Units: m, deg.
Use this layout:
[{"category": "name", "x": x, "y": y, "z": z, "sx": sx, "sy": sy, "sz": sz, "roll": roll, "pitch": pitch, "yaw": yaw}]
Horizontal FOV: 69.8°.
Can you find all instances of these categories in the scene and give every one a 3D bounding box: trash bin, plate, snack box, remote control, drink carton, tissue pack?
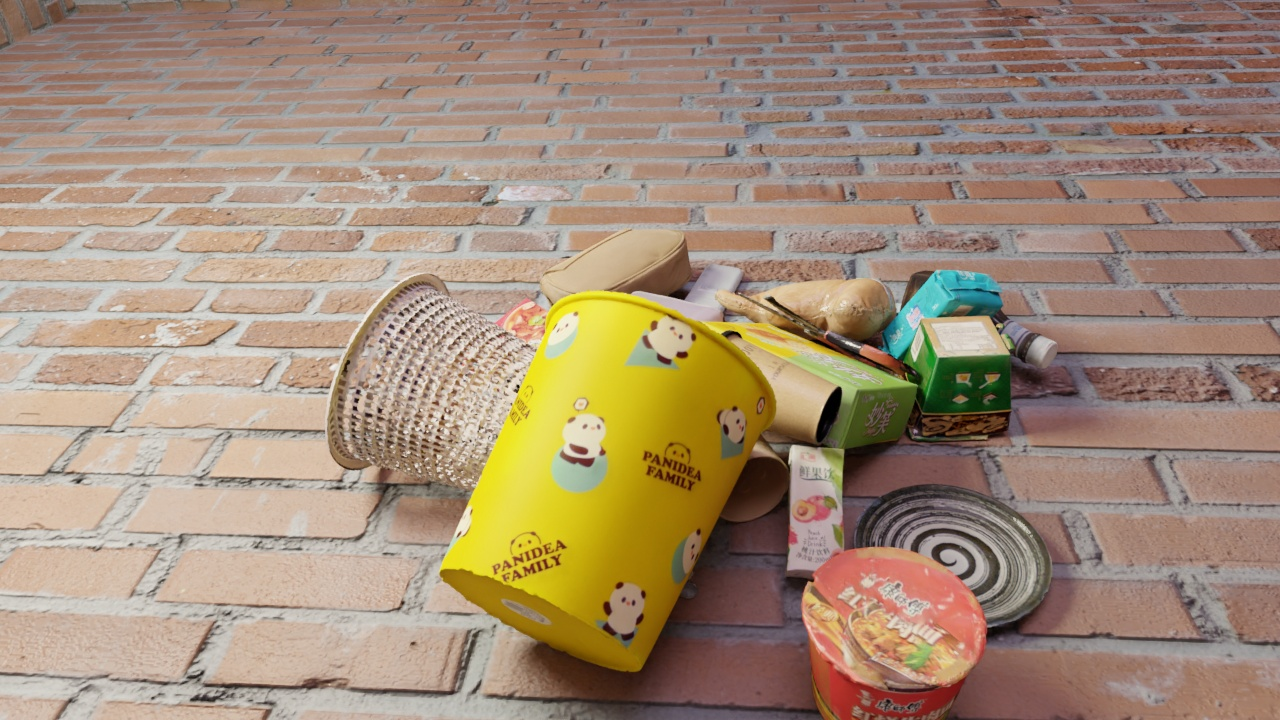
[{"category": "trash bin", "x": -0.032, "y": 0.110, "z": 0.796, "sx": 0.230, "sy": 0.230, "sz": 0.254, "roll": 14, "pitch": 62, "yaw": 23}, {"category": "plate", "x": 0.292, "y": 0.185, "z": 0.869, "sx": 0.179, "sy": 0.024, "sz": 0.179, "roll": -1, "pitch": 37, "yaw": 1}, {"category": "trash bin", "x": -0.184, "y": 0.045, "z": 0.966, "sx": 0.192, "sy": 0.228, "sz": 0.226, "roll": 22, "pitch": 41, "yaw": 12}, {"category": "snack box", "x": 0.175, "y": 0.022, "z": 1.014, "sx": 0.210, "sy": 0.070, "sz": 0.157, "roll": 26, "pitch": 16, "yaw": 35}, {"category": "remote control", "x": 0.099, "y": -0.093, "z": 1.277, "sx": 0.056, "sy": 0.020, "sz": 0.135, "roll": 11, "pitch": 38, "yaw": 18}, {"category": "drink carton", "x": 0.166, "y": 0.145, "z": 0.875, "sx": 0.053, "sy": 0.045, "sz": 0.122, "roll": 3, "pitch": 67, "yaw": 7}, {"category": "snack box", "x": 0.354, "y": 0.013, "z": 1.033, "sx": 0.117, "sy": 0.106, "sz": 0.118, "roll": -3, "pitch": 35, "yaw": 2}, {"category": "snack box", "x": -0.156, "y": -0.018, "z": 1.154, "sx": 0.127, "sy": 0.044, "sz": 0.113, "roll": 30, "pitch": 60, "yaw": 37}, {"category": "tissue pack", "x": 0.355, "y": -0.048, "z": 1.091, "sx": 0.093, "sy": 0.134, "sz": 0.050, "roll": 4, "pitch": 49, "yaw": -30}]

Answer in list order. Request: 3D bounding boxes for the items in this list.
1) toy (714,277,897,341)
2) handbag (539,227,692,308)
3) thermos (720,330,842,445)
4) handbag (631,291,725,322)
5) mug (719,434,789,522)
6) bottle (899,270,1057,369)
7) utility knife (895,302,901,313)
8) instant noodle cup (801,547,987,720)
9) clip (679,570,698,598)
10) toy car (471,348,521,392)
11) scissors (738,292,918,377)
[{"category": "toy", "x": 0.208, "y": -0.065, "z": 1.163, "sx": 0.226, "sy": 0.082, "sz": 0.143, "roll": 1, "pitch": -5, "yaw": 31}, {"category": "handbag", "x": -0.029, "y": -0.109, "z": 1.250, "sx": 0.148, "sy": 0.100, "sz": 0.203, "roll": 20, "pitch": 41, "yaw": 41}, {"category": "thermos", "x": 0.120, "y": 0.029, "z": 0.903, "sx": 0.143, "sy": 0.093, "sz": 0.092, "roll": 21, "pitch": 42, "yaw": 27}, {"category": "handbag", "x": -0.006, "y": 0.006, "z": 1.074, "sx": 0.145, "sy": 0.098, "sz": 0.196, "roll": 7, "pitch": 35, "yaw": 40}, {"category": "mug", "x": 0.077, "y": 0.112, "z": 0.950, "sx": 0.124, "sy": 0.084, "sz": 0.103, "roll": -29, "pitch": 37, "yaw": -2}, {"category": "bottle", "x": 0.415, "y": -0.046, "z": 1.132, "sx": 0.043, "sy": 0.080, "sz": 0.195, "roll": -15, "pitch": 36, "yaw": -39}, {"category": "utility knife", "x": 0.287, "y": -0.074, "z": 1.236, "sx": 0.187, "sy": 0.018, "sz": 0.034, "roll": 4, "pitch": 48, "yaw": 10}, {"category": "instant noodle cup", "x": 0.196, "y": 0.234, "z": 0.733, "sx": 0.138, "sy": 0.109, "sz": 0.137, "roll": -2, "pitch": 36, "yaw": 2}, {"category": "clip", "x": 0.026, "y": 0.209, "z": 0.865, "sx": 0.056, "sy": 0.026, "sz": 0.024, "roll": -4, "pitch": 31, "yaw": 21}, {"category": "toy car", "x": -0.159, "y": 0.005, "z": 1.077, "sx": 0.091, "sy": 0.034, "sz": 0.042, "roll": 17, "pitch": 58, "yaw": 31}, {"category": "scissors", "x": 0.216, "y": -0.027, "z": 1.057, "sx": 0.227, "sy": 0.015, "sz": 0.189, "roll": 27, "pitch": 0, "yaw": 18}]
